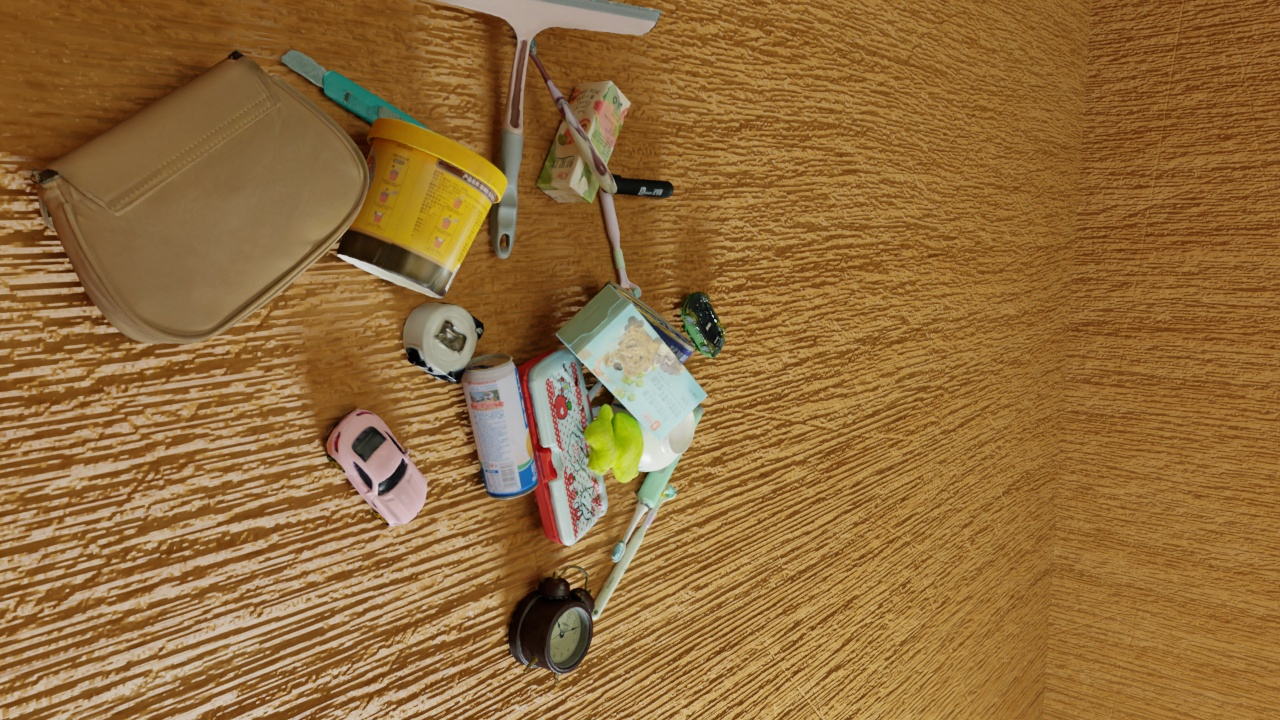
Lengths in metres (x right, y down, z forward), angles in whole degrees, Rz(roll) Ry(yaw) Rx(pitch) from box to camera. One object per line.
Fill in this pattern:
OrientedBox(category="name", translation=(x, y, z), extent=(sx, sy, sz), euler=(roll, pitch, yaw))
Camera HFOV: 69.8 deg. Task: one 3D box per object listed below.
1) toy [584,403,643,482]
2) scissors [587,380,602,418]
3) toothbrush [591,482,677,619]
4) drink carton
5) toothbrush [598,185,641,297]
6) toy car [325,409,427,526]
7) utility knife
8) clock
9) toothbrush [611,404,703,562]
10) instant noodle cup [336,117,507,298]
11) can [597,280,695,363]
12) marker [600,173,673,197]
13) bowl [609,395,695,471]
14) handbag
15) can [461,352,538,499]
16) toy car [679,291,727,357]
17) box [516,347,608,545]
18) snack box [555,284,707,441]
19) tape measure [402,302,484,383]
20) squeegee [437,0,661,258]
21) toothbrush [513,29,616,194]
OrientedBox(category="toy", translation=(-0.025, 0.088, 0.972), extent=(0.099, 0.031, 0.097), euler=(-27, 116, -56))
OrientedBox(category="scissors", translation=(-0.076, 0.065, 0.994), extent=(0.177, 0.014, 0.159), euler=(28, 74, -50))
OrientedBox(category="toothbrush", translation=(-0.011, 0.225, 1.093), extent=(0.189, 0.029, 0.020), euler=(-57, 175, -26))
OrientedBox(category="drink carton", translation=(-0.057, -0.221, 0.941), extent=(0.045, 0.054, 0.122), euler=(33, 71, -48))
OrientedBox(category="toothbrush", translation=(-0.031, -0.155, 1.008), extent=(0.029, 0.021, 0.189), euler=(-22, 112, -24))
OrientedBox(category="toy car", translation=(-0.226, 0.095, 0.801), extent=(0.056, 0.037, 0.122), euler=(-51, 132, -30))
OrientedBox(category="utility knife", translation=(-0.221, -0.208, 0.777), extent=(0.186, 0.013, 0.029), euler=(26, 66, -49))
OrientedBox(category="clock", translation=(-0.089, 0.277, 0.977), extent=(0.082, 0.055, 0.121), euler=(42, 62, -44))
OrientedBox(category="toothbrush", translation=(0.019, 0.144, 1.110), extent=(0.224, 0.026, 0.027), euler=(-60, 157, -24))
OrientedBox(category="instant noodle cup", translation=(-0.185, -0.121, 0.759), extent=(0.118, 0.119, 0.114), euler=(26, 82, -49))
OrientedBox(category="can", translation=(0.000, -0.032, 1.011), extent=(0.049, 0.074, 0.148), euler=(-49, 135, 8))
OrientedBox(category="marker", translation=(-0.003, -0.194, 1.021), extent=(0.131, 0.020, 0.022), euler=(-12, 70, -58))
OrientedBox(category="bowl", translation=(0.021, 0.075, 1.065), extent=(0.116, 0.066, 0.116), euler=(-15, 109, -51))
OrientedBox(category="handbag", translation=(-0.299, -0.110, 0.638), extent=(0.203, 0.100, 0.148), euler=(-50, 123, -33))
OrientedBox(category="can", translation=(-0.136, 0.063, 0.889), extent=(0.053, 0.053, 0.135), euler=(-28, 116, -45))
OrientedBox(category="toy car", translation=(0.076, -0.045, 1.141), extent=(0.043, 0.036, 0.091), euler=(-54, 134, -29))
OrientedBox(category="box", translation=(-0.077, 0.089, 0.948), extent=(0.086, 0.047, 0.201), euler=(-32, 119, -49))
OrientedBox(category="snack box", translation=(-0.006, 0.006, 0.946), extent=(0.074, 0.051, 0.175), euler=(-44, 132, -3))
OrientedBox(category="tape measure", translation=(-0.182, -0.020, 0.837), extent=(0.066, 0.034, 0.065), euler=(38, 65, -47))
OrientedBox(category="squeegee", translation=(-0.119, -0.221, 0.864), extent=(0.247, 0.040, 0.250), euler=(2, 108, -24))
OrientedBox(category="toothbrush", translation=(-0.071, -0.245, 0.892), extent=(0.016, 0.017, 0.187), euler=(-33, 97, -21))
